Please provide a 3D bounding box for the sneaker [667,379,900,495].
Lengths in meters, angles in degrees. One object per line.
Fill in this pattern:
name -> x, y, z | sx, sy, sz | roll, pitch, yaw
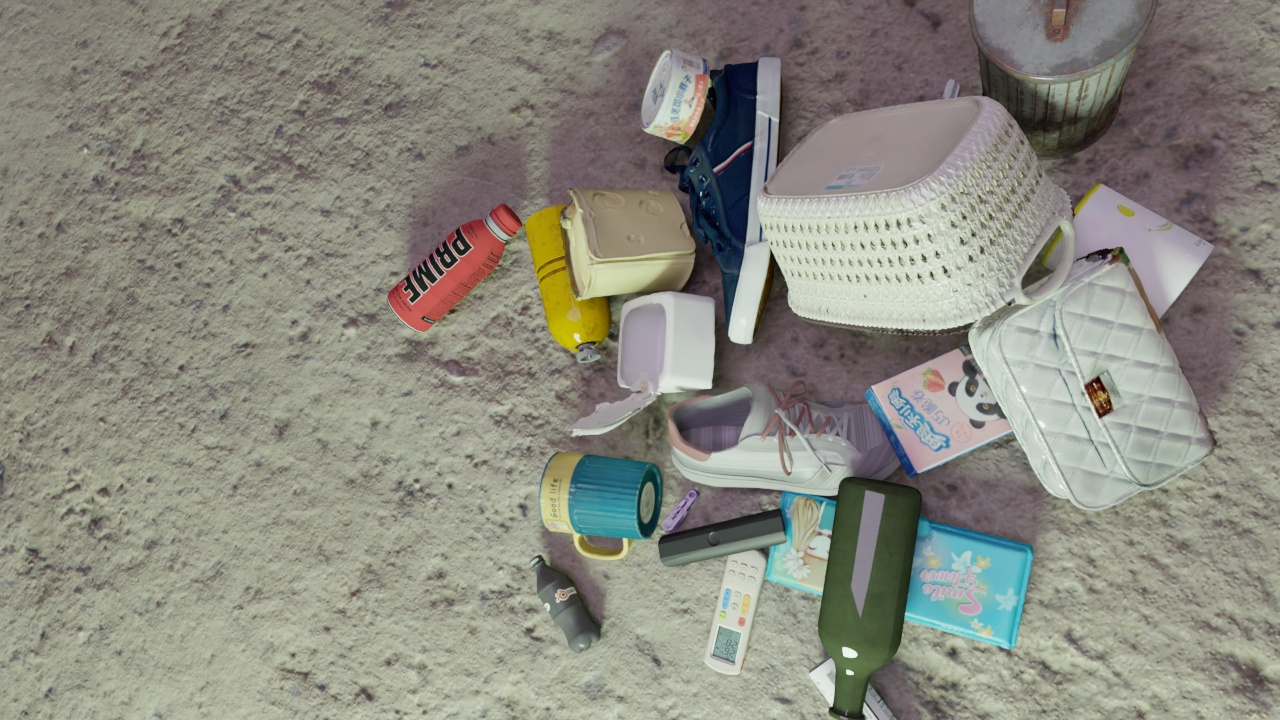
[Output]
sneaker -> 0.132, 0.065, 0.861 | 0.236, 0.089, 0.099 | -5, 59, 18

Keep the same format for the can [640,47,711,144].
can -> 0.035, -0.264, 0.917 | 0.043, 0.086, 0.086 | 13, 86, -17

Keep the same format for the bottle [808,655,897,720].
bottle -> 0.205, 0.322, 0.837 | 0.041, 0.041, 0.116 | -41, 70, 12

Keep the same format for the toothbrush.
toothbrush -> 0.280, -0.183, 0.891 | 0.012, 0.017, 0.186 | 15, 88, 39

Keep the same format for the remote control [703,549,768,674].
remote control -> 0.094, 0.245, 0.905 | 0.038, 0.018, 0.125 | 13, 88, 23

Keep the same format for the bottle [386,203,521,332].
bottle -> -0.209, -0.110, 1.053 | 0.177, 0.062, 0.062 | -40, 70, 12

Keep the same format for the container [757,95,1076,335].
container -> 0.220, -0.124, 0.783 | 0.184, 0.143, 0.252 | -50, 31, -19

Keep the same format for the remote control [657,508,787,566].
remote control -> 0.080, 0.175, 0.903 | 0.147, 0.015, 0.033 | -21, 69, 34

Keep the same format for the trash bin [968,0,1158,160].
trash bin -> 0.348, -0.262, 0.769 | 0.131, 0.211, 0.130 | -3, 81, 21

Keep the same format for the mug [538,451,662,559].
mug -> -0.038, 0.153, 0.946 | 0.107, 0.083, 0.114 | 2, 112, 19

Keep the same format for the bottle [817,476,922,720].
bottle -> 0.195, 0.208, 0.801 | 0.071, 0.071, 0.206 | 8, 88, 23

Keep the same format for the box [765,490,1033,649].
box -> 0.235, 0.187, 0.848 | 0.227, 0.039, 0.094 | 11, 88, 24

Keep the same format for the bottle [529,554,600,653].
bottle -> -0.082, 0.253, 0.964 | 0.036, 0.036, 0.110 | -40, 70, 12

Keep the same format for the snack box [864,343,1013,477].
snack box -> 0.290, 0.035, 0.820 | 0.154, 0.033, 0.088 | -23, 73, -5

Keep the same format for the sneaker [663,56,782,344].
sneaker -> 0.078, -0.161, 0.924 | 0.127, 0.121, 0.294 | 0, 80, 9

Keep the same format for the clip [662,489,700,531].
clip -> 0.043, 0.153, 0.939 | 0.013, 0.033, 0.051 | 38, 90, 20

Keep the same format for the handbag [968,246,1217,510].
handbag -> 0.374, 0.021, 0.754 | 0.139, 0.072, 0.195 | -30, 99, 4

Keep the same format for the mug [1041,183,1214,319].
mug -> 0.416, -0.091, 0.788 | 0.106, 0.082, 0.082 | 37, 97, 22

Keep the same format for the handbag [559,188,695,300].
handbag -> -0.018, -0.124, 0.939 | 0.119, 0.081, 0.111 | -6, 66, -19

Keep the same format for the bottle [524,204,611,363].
bottle -> -0.073, -0.078, 0.989 | 0.071, 0.071, 0.163 | -19, 74, 18

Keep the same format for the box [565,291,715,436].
box -> 0.007, 0.014, 0.911 | 0.112, 0.101, 0.188 | -11, 54, 61
